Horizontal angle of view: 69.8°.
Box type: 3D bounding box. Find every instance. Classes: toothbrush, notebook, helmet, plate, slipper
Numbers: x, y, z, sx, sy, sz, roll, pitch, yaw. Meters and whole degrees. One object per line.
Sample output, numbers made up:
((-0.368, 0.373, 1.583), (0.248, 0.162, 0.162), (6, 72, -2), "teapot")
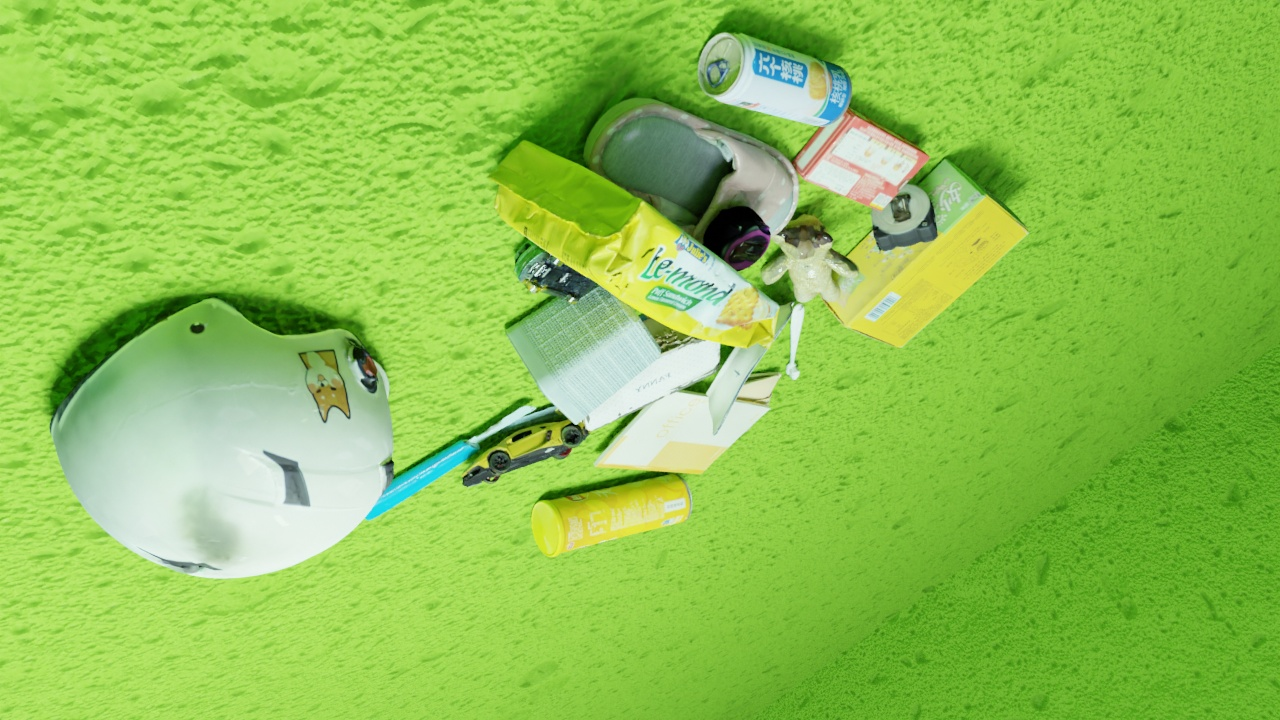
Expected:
((0.191, -0.021, 1.129), (0.016, 0.016, 0.180), (-28, 153, -8), "toothbrush")
((0.055, 0.093, 1.157), (0.206, 0.010, 0.146), (12, 129, -46), "notebook")
((-0.306, 0.087, 0.731), (0.230, 0.156, 0.274), (-38, 148, 11), "helmet")
((0.117, -0.001, 1.034), (0.164, 0.034, 0.163), (-58, 176, 13), "plate")
((0.061, -0.152, 0.810), (0.114, 0.054, 0.274), (-47, 145, 22), "slipper")

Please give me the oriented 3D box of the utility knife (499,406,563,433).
((-0.057, 0.043, 1.026), (0.215, 0.022, 0.031), (-13, 142, -19), "utility knife")

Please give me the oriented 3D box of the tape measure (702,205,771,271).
((0.086, -0.105, 0.806), (0.057, 0.039, 0.057), (-8, 142, -38), "tape measure")

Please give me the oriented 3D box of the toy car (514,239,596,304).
((-0.072, -0.080, 0.813), (0.043, 0.036, 0.091), (-46, 146, 20), "toy car")

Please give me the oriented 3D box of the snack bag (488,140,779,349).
((-0.002, -0.081, 0.741), (0.246, 0.158, 0.068), (27, 95, -51), "snack bag")

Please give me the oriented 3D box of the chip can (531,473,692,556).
((-0.034, 0.199, 1.205), (0.213, 0.072, 0.072), (-8, 141, -34), "chip can")

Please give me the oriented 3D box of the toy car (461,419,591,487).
((-0.125, 0.098, 1.002), (0.155, 0.041, 0.071), (-20, 168, -23), "toy car")

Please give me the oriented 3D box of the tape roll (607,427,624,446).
((-0.002, 0.103, 1.152), (0.085, 0.014, 0.086), (-22, 147, -15), "tape roll")

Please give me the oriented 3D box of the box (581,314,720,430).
((-0.006, 0.006, 0.971), (0.184, 0.062, 0.090), (-22, 147, -12), "box")

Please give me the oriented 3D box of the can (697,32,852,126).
((0.111, -0.228, 0.748), (0.134, 0.053, 0.053), (-1, 137, -40), "can")

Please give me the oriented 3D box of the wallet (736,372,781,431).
((0.134, 0.060, 1.202), (0.087, 0.024, 0.115), (-11, 142, -32), "wallet")

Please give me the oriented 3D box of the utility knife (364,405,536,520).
((-0.205, 0.105, 0.974), (0.218, 0.018, 0.034), (-31, 147, 2), "utility knife")

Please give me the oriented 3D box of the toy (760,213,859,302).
((0.185, -0.103, 0.991), (0.105, 0.066, 0.157), (6, 161, 20), "toy")

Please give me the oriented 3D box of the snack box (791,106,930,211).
((0.221, -0.198, 0.912), (0.152, 0.025, 0.075), (7, 131, -46), "snack box")

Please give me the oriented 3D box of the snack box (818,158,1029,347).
((0.331, -0.118, 1.078), (0.157, 0.070, 0.210), (13, 127, -49), "snack box")

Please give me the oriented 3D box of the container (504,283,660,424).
((-0.051, -0.015, 0.876), (0.111, 0.090, 0.090), (-36, 149, 2), "container")

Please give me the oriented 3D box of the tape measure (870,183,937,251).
((0.282, -0.155, 0.987), (0.066, 0.066, 0.033), (-13, 152, 22), "tape measure")
